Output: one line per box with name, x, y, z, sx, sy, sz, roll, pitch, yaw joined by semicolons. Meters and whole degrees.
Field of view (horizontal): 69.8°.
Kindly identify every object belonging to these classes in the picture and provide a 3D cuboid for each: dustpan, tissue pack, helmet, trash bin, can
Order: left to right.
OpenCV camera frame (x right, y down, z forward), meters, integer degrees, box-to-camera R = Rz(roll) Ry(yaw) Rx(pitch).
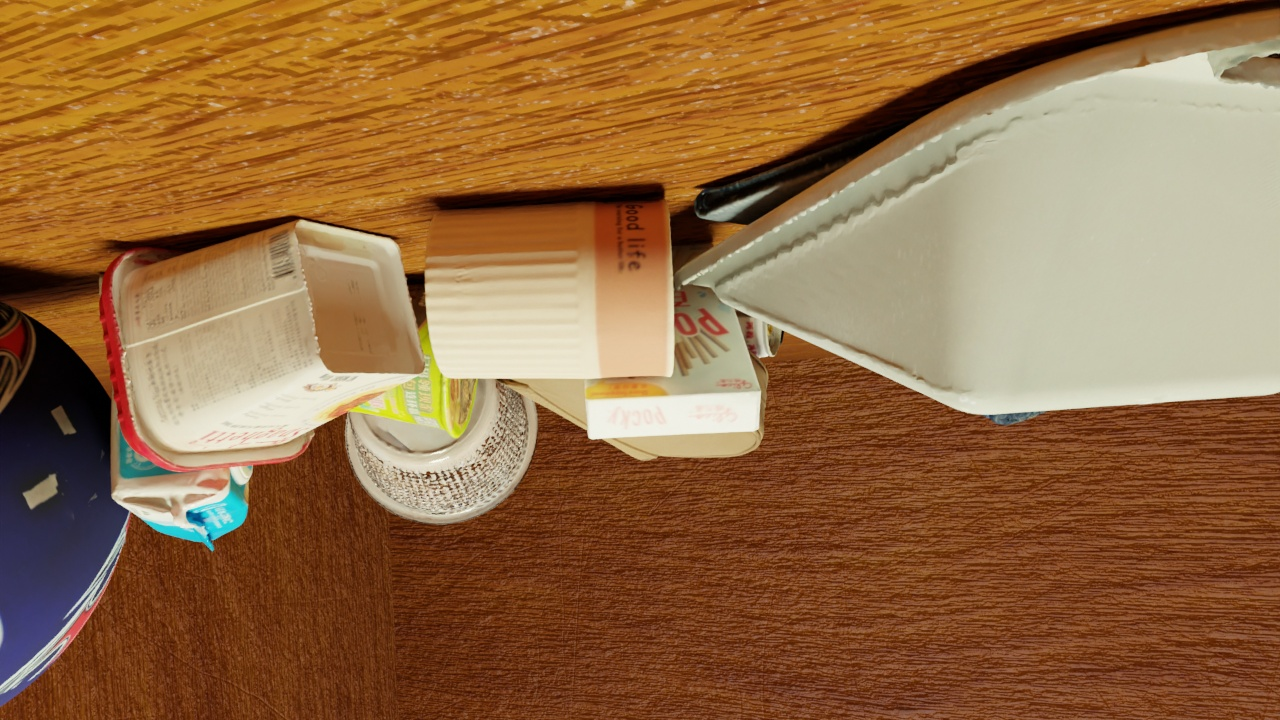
helmet;-0.404;0.093;0.464;0.240;0.247;0.314;-14;-145;5
tissue pack;-0.265;0.036;0.539;0.063;0.140;0.090;-4;161;-15
trash bin;-0.228;0.058;1.011;0.227;0.227;0.192;-3;165;-6
can;0.044;-0.030;0.743;0.133;0.053;0.053;2;180;22
dustpan;0.165;-0.068;0.376;0.222;0.143;0.258;-2;-160;-20

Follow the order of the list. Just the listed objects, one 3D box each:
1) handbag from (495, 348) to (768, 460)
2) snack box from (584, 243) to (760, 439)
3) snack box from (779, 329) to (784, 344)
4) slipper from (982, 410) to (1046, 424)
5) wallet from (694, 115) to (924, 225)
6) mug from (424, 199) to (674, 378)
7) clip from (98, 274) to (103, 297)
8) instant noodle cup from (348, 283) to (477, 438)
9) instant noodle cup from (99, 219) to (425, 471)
handbag;-0.004;0.004;0.674;0.148;0.099;0.204;-17;142;40
snack box;0.010;-0.017;0.500;0.084;0.027;0.156;-3;-146;-4
snack box;0.066;-0.039;0.837;0.126;0.053;0.113;1;-179;43
slipper;0.331;-0.030;0.676;0.252;0.095;0.105;-22;159;-22
wallet;0.098;-0.075;0.392;0.097;0.019;0.121;-1;174;-38
mug;-0.039;-0.039;0.439;0.106;0.082;0.114;-2;-153;-1
clip;-0.304;-0.034;0.581;0.074;0.034;0.101;-2;172;-15
instant noodle cup;-0.182;-0.006;0.635;0.123;0.111;0.112;4;178;0
instant noodle cup;-0.188;-0.012;0.469;0.124;0.116;0.116;-17;172;24
